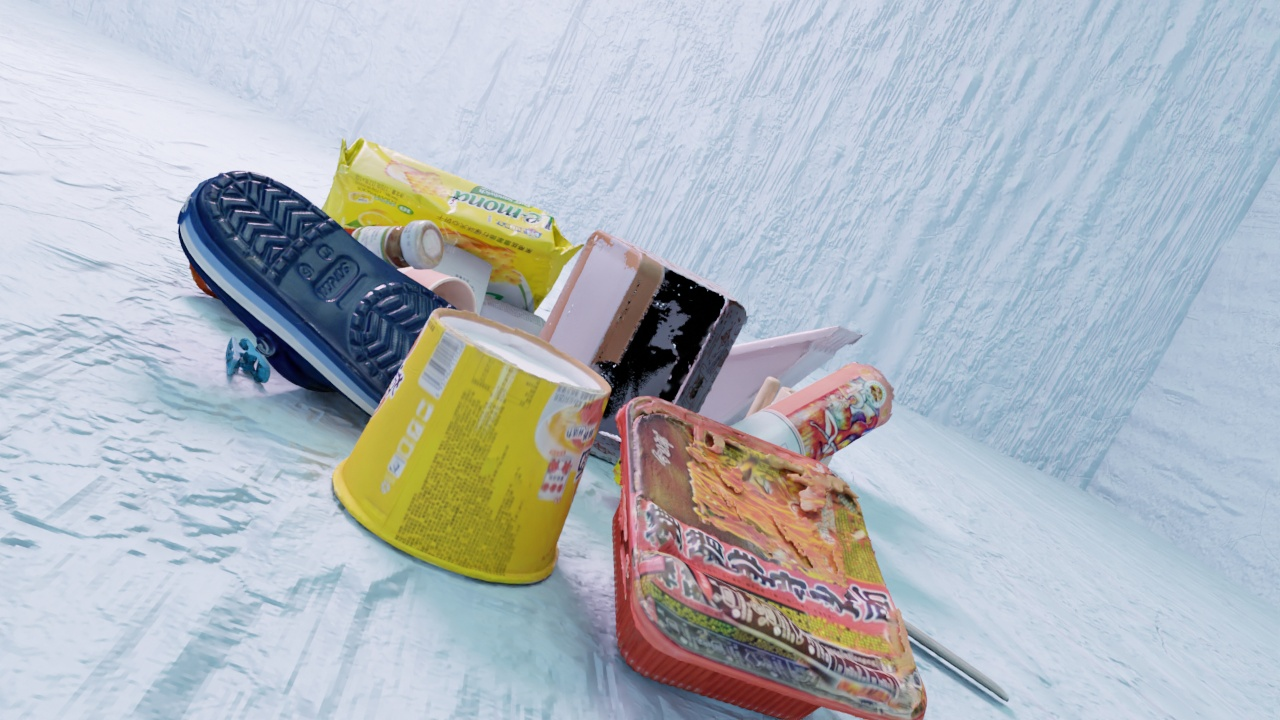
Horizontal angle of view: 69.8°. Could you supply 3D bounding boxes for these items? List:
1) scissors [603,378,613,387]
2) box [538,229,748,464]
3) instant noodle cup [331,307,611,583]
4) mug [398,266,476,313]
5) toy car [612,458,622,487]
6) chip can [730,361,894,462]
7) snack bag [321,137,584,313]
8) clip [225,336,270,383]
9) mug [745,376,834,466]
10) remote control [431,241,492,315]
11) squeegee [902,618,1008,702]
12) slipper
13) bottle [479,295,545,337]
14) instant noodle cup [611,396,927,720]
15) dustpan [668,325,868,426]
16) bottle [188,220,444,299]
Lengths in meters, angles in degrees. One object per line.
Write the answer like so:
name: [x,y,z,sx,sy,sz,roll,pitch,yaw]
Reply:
scissors: [-0.063,0.027,0.982,0.170,0.019,0.178,29,10,11]
box: [-0.005,0.004,0.738,0.157,0.183,0.193,23,11,-16]
instant noodle cup: [-0.087,0.041,0.516,0.138,0.110,0.138,25,7,-4]
mug: [-0.205,-0.031,0.720,0.106,0.082,0.114,19,41,24]
toy car: [0.019,0.106,0.704,0.105,0.032,0.048,34,1,-43]
chip can: [0.141,0.066,0.832,0.214,0.071,0.071,-23,41,-37]
snack bag: [-0.193,-0.116,0.892,0.246,0.158,0.068,21,53,-16]
clip: [-0.258,-0.002,0.598,0.049,0.015,0.057,16,14,-39]
mug: [0.150,0.084,0.971,0.084,0.103,0.124,20,11,-33]
remote control: [-0.171,-0.044,0.813,0.056,0.019,0.134,24,50,-22]
squeegee: [0.116,0.161,0.624,0.246,0.039,0.246,31,10,33]
slipper: [-0.197,-0.015,0.611,0.253,0.095,0.104,42,40,-22]
bottle: [-0.176,-0.037,0.869,0.189,0.068,0.068,21,10,-28]
instant noodle cup: [0.052,0.112,0.492,0.164,0.079,0.188,24,30,-17]
dustpan: [0.124,-0.011,1.147,0.139,0.274,0.222,54,13,13]
bottle: [-0.239,-0.078,0.677,0.206,0.059,0.059,-2,-3,23]
